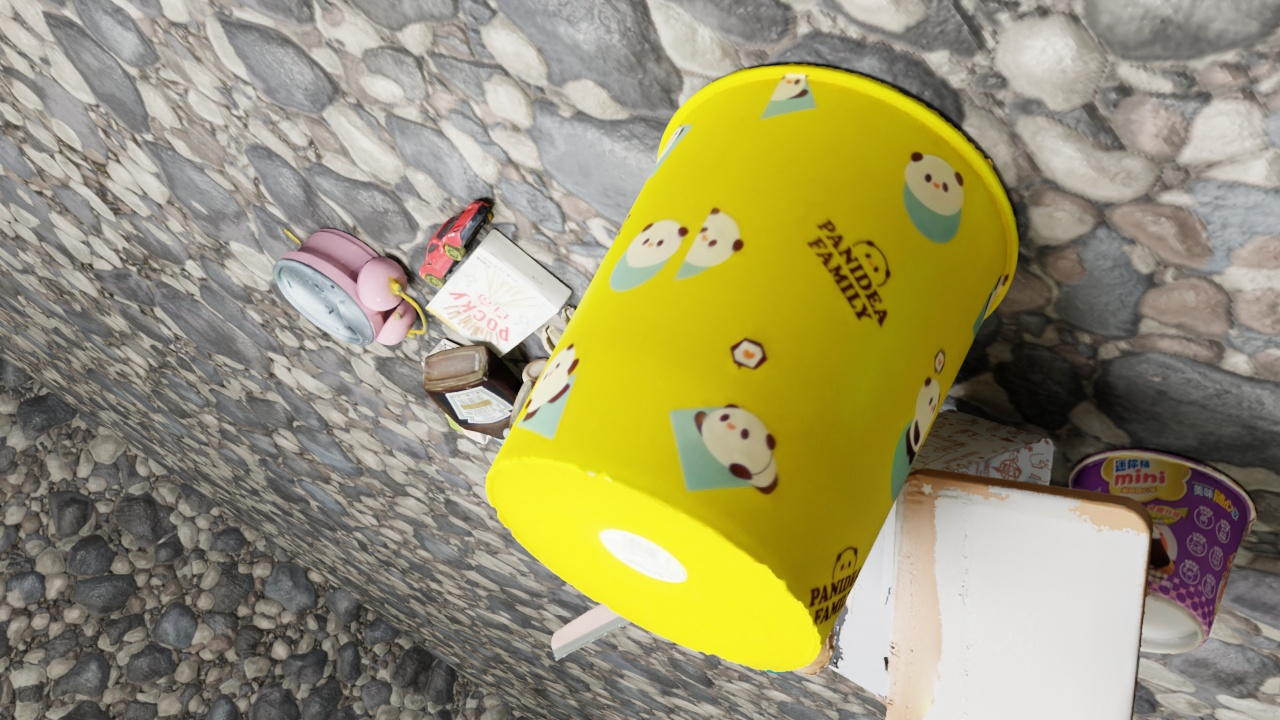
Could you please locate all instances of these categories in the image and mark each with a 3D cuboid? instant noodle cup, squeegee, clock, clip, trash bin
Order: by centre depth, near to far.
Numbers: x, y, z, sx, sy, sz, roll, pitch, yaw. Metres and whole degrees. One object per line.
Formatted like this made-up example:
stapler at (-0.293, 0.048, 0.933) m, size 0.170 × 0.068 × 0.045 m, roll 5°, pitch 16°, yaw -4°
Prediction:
trash bin at (0.057, 0.009, 0.509) m, size 0.230 × 0.254 × 0.230 m, roll 23°, pitch 150°, yaw 14°
instant noodle cup at (0.331, 0.128, 0.602) m, size 0.111 × 0.099 × 0.112 m, roll 23°, pitch 148°, yaw 15°
clip at (-0.054, -0.002, 0.808) m, size 0.061 × 0.034 × 0.097 m, roll 20°, pitch 144°, yaw 39°
clock at (-0.278, -0.067, 0.900) m, size 0.158 × 0.059 × 0.117 m, roll 25°, pitch 149°, yaw 13°
squeegee at (-0.059, 0.159, 0.938) m, size 0.248 × 0.040 × 0.249 m, roll -31°, pitch 106°, yaw 19°

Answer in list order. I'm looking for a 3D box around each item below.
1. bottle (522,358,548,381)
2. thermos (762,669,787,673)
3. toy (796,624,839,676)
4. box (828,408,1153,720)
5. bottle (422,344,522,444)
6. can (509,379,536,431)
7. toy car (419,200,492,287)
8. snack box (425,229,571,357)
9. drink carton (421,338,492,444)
bottle at (-0.077, 0.080, 0.946) m, size 0.060 × 0.059 × 0.206 m, roll 14°, pitch 141°, yaw 27°
thermos at (0.186, 0.317, 1.059) m, size 0.073 × 0.073 × 0.225 m, roll 29°, pitch 151°, yaw 3°
toy at (0.094, 0.215, 0.864) m, size 0.082 × 0.143 × 0.227 m, roll 2°, pitch 169°, yaw -35°
box at (0.226, 0.142, 0.563) m, size 0.192 × 0.156 × 0.183 m, roll 18°, pitch 113°, yaw 48°
bottle at (-0.149, 0.049, 0.927) m, size 0.080 × 0.044 × 0.195 m, roll -11°, pitch 150°, yaw 10°
can at (-0.052, 0.063, 0.864) m, size 0.132 × 0.053 × 0.053 m, roll 20°, pitch 155°, yaw -18°
toy car at (-0.152, -0.097, 0.747) m, size 0.031 × 0.049 × 0.107 m, roll 37°, pitch 152°, yaw -14°
snack box at (-0.129, -0.054, 0.817) m, size 0.084 × 0.026 × 0.157 m, roll 38°, pitch 149°, yaw -14°
drink carton at (-0.188, 0.034, 0.984) m, size 0.053 × 0.045 × 0.123 m, roll 24°, pitch 150°, yaw 23°
